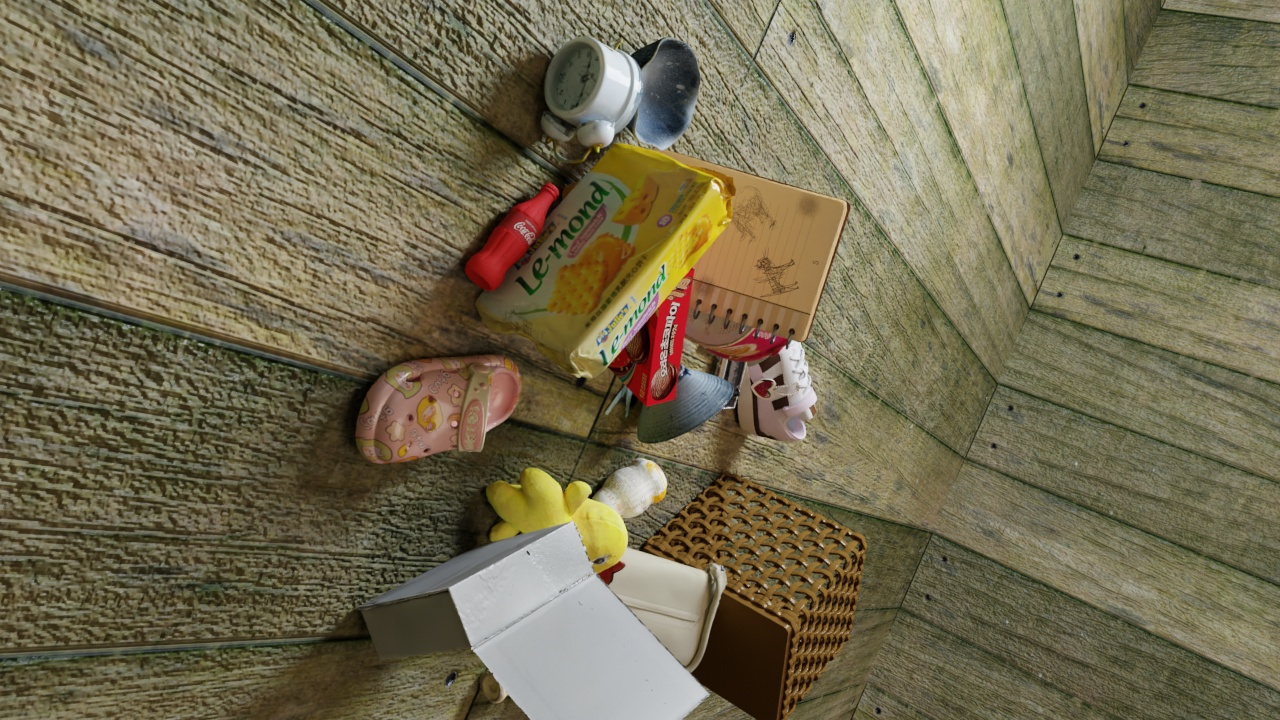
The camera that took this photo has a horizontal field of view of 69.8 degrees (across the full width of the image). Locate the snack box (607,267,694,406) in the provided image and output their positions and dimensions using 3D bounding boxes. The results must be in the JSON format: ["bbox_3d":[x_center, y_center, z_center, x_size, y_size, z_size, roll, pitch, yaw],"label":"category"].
[{"bbox_3d":[-0.005,-0.053,0.960,0.035,0.132,0.152,-13,127,-29],"label":"snack box"}]

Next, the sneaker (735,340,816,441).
[{"bbox_3d":[0.211,0.003,1.346,0.111,0.116,0.294,-33,135,-42],"label":"sneaker"}]

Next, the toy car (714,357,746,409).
[{"bbox_3d":[0.125,0.014,1.302,0.039,0.039,0.113,1,110,-29],"label":"toy car"}]

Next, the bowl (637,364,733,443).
[{"bbox_3d":[0.043,0.042,1.148,0.136,0.137,0.057,-41,109,-35],"label":"bowl"}]

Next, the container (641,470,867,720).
[{"bbox_3d":[0.163,0.349,1.370,0.213,0.252,0.220,-34,136,-41],"label":"container"}]

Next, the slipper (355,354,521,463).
[{"bbox_3d":[-0.168,0.045,0.850,0.196,0.081,0.093,-19,124,-53],"label":"slipper"}]

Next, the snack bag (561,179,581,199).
[{"bbox_3d":[-0.063,-0.139,0.941,0.026,0.020,0.099,-34,136,-30],"label":"snack bag"}]

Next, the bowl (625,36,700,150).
[{"bbox_3d":[0.009,-0.273,0.927,0.110,0.055,0.110,-35,137,-41],"label":"bowl"}]

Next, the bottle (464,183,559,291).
[{"bbox_3d":[-0.116,-0.119,0.859,0.118,0.036,0.036,-55,146,-19],"label":"bottle"}]

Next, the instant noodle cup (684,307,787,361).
[{"bbox_3d":[0.100,-0.085,1.064,0.077,0.179,0.179,-8,117,-57],"label":"instant noodle cup"}]

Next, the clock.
[{"bbox_3d":[-0.048,-0.237,0.841,0.057,0.083,0.117,10,98,-52],"label":"clock"}]

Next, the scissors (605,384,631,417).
[{"bbox_3d":[-0.007,0.006,1.125,0.135,0.015,0.130,-56,148,-21],"label":"scissors"}]

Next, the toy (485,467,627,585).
[{"bbox_3d":[-0.092,0.187,1.037,0.207,0.134,0.092,49,27,-48],"label":"toy"}]

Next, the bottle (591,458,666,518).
[{"bbox_3d":[-0.021,0.171,1.166,0.108,0.063,0.063,-29,134,-25],"label":"bottle"}]

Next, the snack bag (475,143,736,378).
[{"bbox_3d":[-0.027,-0.097,0.859,0.247,0.160,0.068,-50,135,-9],"label":"snack bag"}]

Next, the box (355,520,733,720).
[{"bbox_3d":[-0.094,0.273,0.857,0.166,0.330,0.165,-21,140,-48],"label":"box"}]

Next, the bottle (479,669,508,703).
[{"bbox_3d":[-0.148,0.386,1.134,0.108,0.044,0.044,-7,116,-54],"label":"bottle"}]

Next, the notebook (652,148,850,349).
[{"bbox_3d":[0.092,-0.121,0.992,0.024,0.225,0.167,-21,129,-72],"label":"notebook"}]

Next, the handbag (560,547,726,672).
[{"bbox_3d":[-0.008,0.305,1.208,0.229,0.132,0.184,25,105,-34],"label":"handbag"}]
